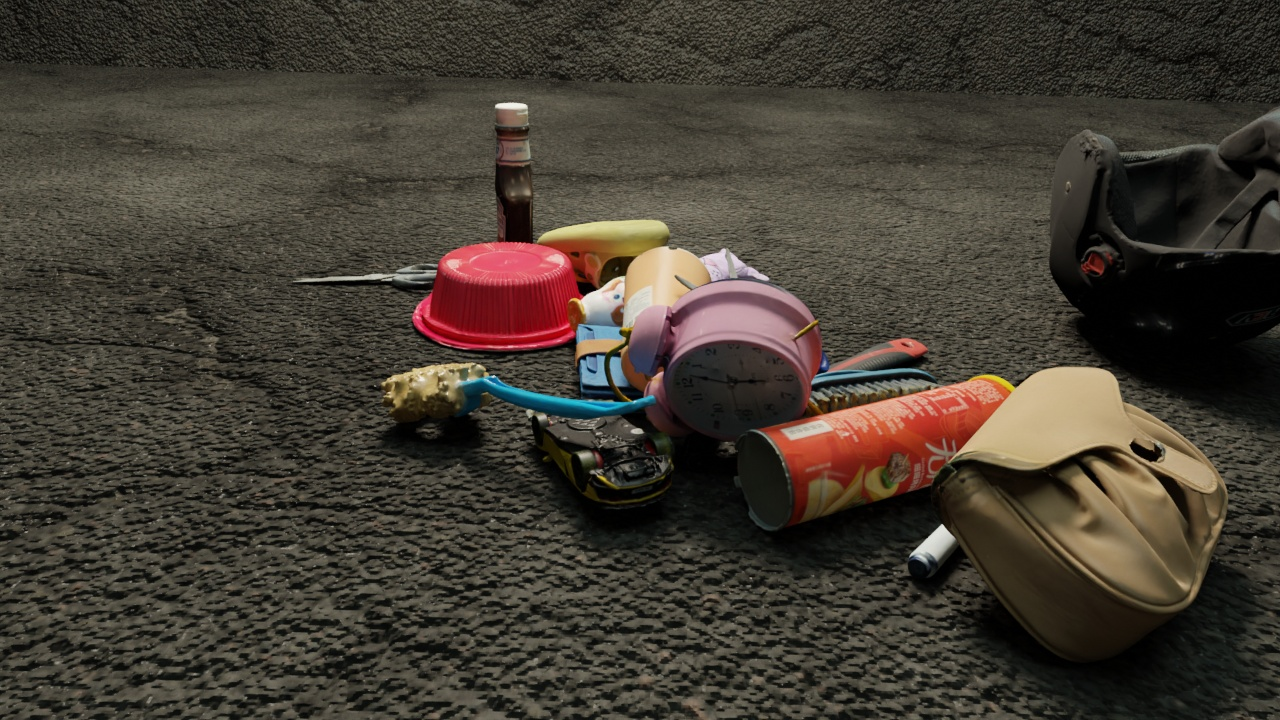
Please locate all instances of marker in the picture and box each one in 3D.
[{"bbox_3d":[0.055,0.042,0.730,0.022,0.020,0.131,7,33,13],"label":"marker"},{"bbox_3d":[0.214,0.111,0.610,0.023,0.018,0.130,29,34,30],"label":"marker"}]

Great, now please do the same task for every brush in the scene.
[{"bbox_3d":[-0.097,0.028,0.677,0.255,0.046,0.083,3,10,37],"label":"brush"},{"bbox_3d":[0.173,0.033,0.734,0.143,0.055,0.073,-6,26,-17],"label":"brush"}]

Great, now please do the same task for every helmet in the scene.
[{"bbox_3d":[0.528,-0.117,0.891,0.233,0.230,0.274,-8,35,-1],"label":"helmet"}]

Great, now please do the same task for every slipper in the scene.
[{"bbox_3d":[-0.042,-0.113,1.014,0.091,0.081,0.191,-13,10,-37],"label":"slipper"}]

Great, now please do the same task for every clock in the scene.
[{"bbox_3d":[0.051,0.005,0.659,0.159,0.117,0.059,-2,43,16],"label":"clock"}]

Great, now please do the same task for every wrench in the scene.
[{"bbox_3d":[0.169,0.018,0.816,0.272,0.016,0.056,-20,36,-39],"label":"wrench"}]

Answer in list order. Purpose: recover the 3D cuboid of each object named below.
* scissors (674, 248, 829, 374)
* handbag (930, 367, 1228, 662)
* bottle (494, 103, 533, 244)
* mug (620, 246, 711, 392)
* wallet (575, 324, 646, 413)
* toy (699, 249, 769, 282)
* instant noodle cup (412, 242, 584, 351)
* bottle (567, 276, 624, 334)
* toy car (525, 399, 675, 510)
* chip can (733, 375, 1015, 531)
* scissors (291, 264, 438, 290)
[{"bbox_3d":[0.097,-0.022,0.771,0.162,0.012,0.172,13,54,-34],"label":"scissors"},{"bbox_3d":[0.274,0.079,0.558,0.148,0.100,0.203,41,39,18],"label":"handbag"},{"bbox_3d":[-0.143,-0.188,1.035,0.044,0.195,0.080,-6,25,-17],"label":"bottle"},{"bbox_3d":[0.019,-0.032,0.766,0.078,0.078,0.122,4,36,4],"label":"mug"},{"bbox_3d":[-0.005,0.005,0.811,0.106,0.040,0.133,4,24,-7],"label":"wallet"},{"bbox_3d":[0.083,-0.096,1.040,0.107,0.039,0.084,-15,38,-36],"label":"toy"},{"bbox_3d":[-0.137,-0.074,0.942,0.194,0.066,0.193,3,24,-1],"label":"instant noodle cup"},{"bbox_3d":[-0.017,-0.051,0.899,0.108,0.063,0.063,-12,27,-28],"label":"bottle"},{"bbox_3d":[-0.031,0.063,0.668,0.071,0.041,0.156,-10,20,-25],"label":"toy car"},{"bbox_3d":[0.174,0.062,0.649,0.216,0.073,0.073,-10,27,-25],"label":"chip can"},{"bbox_3d":[-0.302,-0.095,1.047,0.175,0.014,0.136,12,27,28],"label":"scissors"}]
